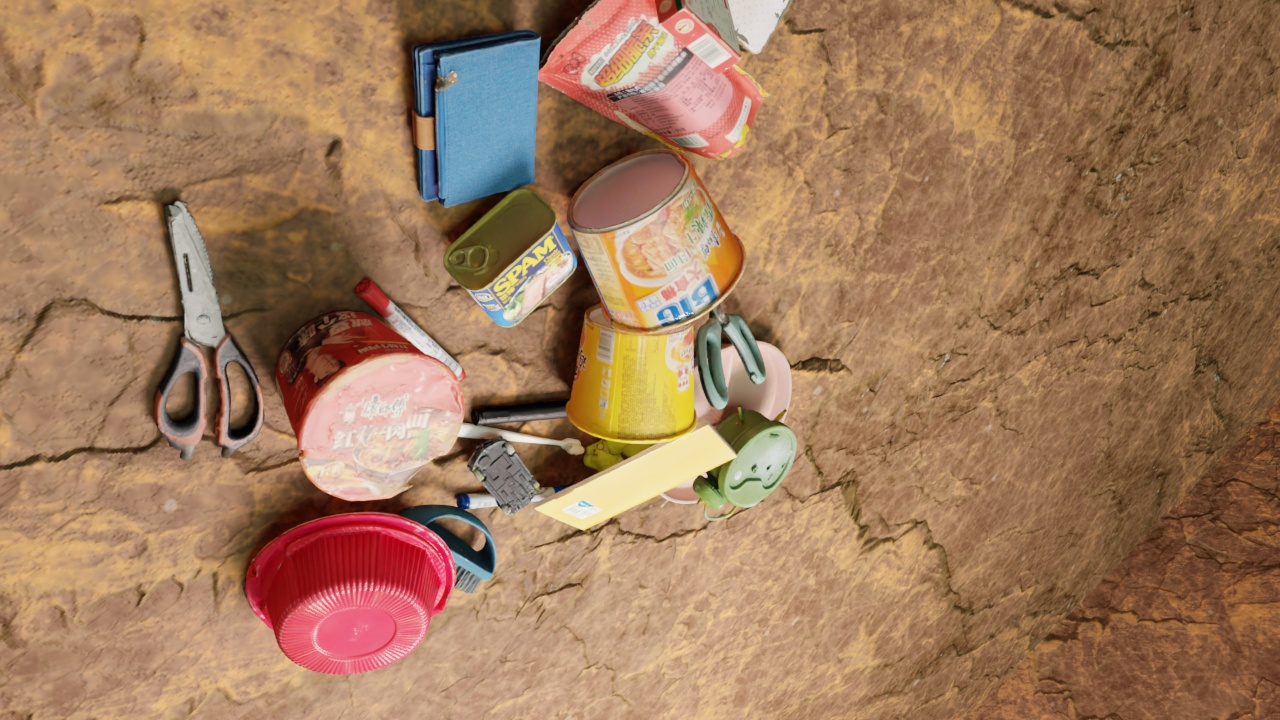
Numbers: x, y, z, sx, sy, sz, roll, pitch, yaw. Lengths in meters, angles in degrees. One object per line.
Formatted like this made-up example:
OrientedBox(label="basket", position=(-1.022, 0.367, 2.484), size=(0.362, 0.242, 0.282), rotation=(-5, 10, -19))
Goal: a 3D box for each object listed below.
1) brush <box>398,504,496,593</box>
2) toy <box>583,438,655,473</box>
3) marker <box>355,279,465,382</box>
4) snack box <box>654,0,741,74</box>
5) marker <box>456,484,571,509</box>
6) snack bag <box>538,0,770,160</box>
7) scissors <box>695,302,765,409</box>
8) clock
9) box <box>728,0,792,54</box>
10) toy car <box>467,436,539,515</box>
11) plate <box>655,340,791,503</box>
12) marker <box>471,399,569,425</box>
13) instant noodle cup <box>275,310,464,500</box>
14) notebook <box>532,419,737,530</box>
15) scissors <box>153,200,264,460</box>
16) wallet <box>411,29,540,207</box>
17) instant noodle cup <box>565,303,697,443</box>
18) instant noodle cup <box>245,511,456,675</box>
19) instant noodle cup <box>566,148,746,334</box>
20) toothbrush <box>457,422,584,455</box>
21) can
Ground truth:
OrientedBox(label="brush", position=(-0.195, 0.187, 0.939), size=(0.073, 0.055, 0.144), rotation=(-45, 137, -4))
OrientedBox(label="toy", position=(-0.018, 0.093, 1.036), size=(0.100, 0.031, 0.097), rotation=(-35, 115, 5))
OrientedBox(label="marker", position=(-0.201, -0.023, 0.816), size=(0.017, 0.017, 0.145), rotation=(-45, 138, -7))
OrientedBox(label="snack box", position=(0.037, -0.310, 0.730), size=(0.027, 0.155, 0.077), rotation=(-26, 149, 32))
OrientedBox(label="marker", position=(-0.133, 0.148, 0.994), size=(0.145, 0.017, 0.017), rotation=(1, 117, -41))
OrientedBox(label="snack bag", position=(0.016, -0.244, 0.798), size=(0.129, 0.073, 0.207), rotation=(-26, 152, 34))
OrientedBox(label="scissors", position=(0.097, -0.006, 0.996), size=(0.019, 0.174, 0.170), rotation=(-18, 140, 27))
OrientedBox(label="clock", position=(0.125, 0.132, 1.132), size=(0.116, 0.056, 0.161), rotation=(7, 112, -43))
OrientedBox(label="box", position=(0.103, -0.359, 0.809), size=(0.089, 0.063, 0.184), rotation=(24, 103, -46))
OrientedBox(label="toy car", position=(-0.141, 0.117, 0.941), size=(0.048, 0.031, 0.106), rotation=(-42, 137, -16))
OrientedBox(label="plate", position=(0.094, 0.074, 1.129), size=(0.229, 0.028, 0.230), rotation=(-21, 129, -29))
OrientedBox(label="marker", position=(-0.111, 0.052, 0.943), size=(0.131, 0.022, 0.020), rotation=(-3, 77, -39))
OrientedBox(label="instant noodle cup", position=(-0.231, 0.028, 0.757), size=(0.137, 0.108, 0.138), rotation=(-22, 131, -28))
OrientedBox(label="notebook", position=(0.000, 0.132, 1.016), size=(0.206, 0.010, 0.146), rotation=(-27, 155, 9))
OrientedBox(label="scissors", position=(-0.346, -0.015, 0.697), size=(0.182, 0.015, 0.209), rotation=(-44, 137, -6))
OrientedBox(label="wallet", position=(-0.131, -0.194, 0.739), size=(0.106, 0.040, 0.133), rotation=(-21, 138, -30))
OrientedBox(label="instant noodle cup", position=(-0.005, 0.005, 0.926), size=(0.137, 0.138, 0.110), rotation=(-11, 116, -35))
OrientedBox(label="instant noodle cup", position=(-0.266, 0.229, 0.857), size=(0.193, 0.065, 0.194), rotation=(-10, 130, -12))
OrientedBox(label="instant noodle cup", position=(0.009, -0.115, 0.844), size=(0.151, 0.151, 0.111), rotation=(-39, 128, -12))
OrientedBox(label="toothbrush", position=(-0.127, 0.082, 0.953), size=(0.180, 0.016, 0.016), rotation=(14, 111, -45))
OrientedBox(label="can", position=(-0.110, -0.087, 0.805), size=(0.102, 0.057, 0.083), rotation=(-43, 156, -7))
